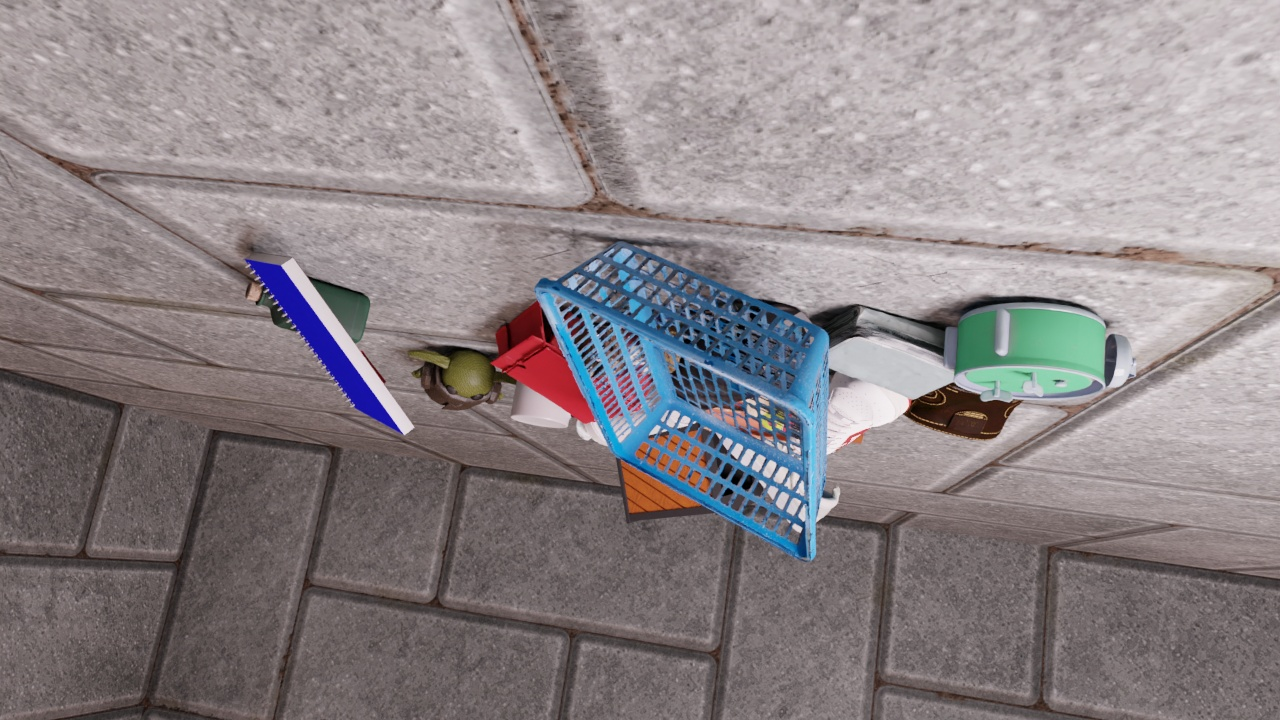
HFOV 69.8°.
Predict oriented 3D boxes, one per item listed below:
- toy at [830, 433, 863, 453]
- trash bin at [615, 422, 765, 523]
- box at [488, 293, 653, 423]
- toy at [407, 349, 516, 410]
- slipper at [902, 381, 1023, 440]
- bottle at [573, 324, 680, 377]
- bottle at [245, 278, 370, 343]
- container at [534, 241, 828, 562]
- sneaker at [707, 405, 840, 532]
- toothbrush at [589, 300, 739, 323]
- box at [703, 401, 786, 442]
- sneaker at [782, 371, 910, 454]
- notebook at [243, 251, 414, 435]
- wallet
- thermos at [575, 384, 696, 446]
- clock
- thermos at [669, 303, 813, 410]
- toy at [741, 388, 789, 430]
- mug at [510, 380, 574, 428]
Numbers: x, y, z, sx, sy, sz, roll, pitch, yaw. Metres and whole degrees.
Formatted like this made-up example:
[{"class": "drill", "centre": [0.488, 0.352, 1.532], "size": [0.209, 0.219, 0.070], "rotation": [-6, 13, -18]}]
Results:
[{"class": "toy", "centre": [0.276, 0.118, 1.402], "size": [0.127, 0.065, 0.095], "rotation": [8, 151, -6]}, {"class": "trash bin", "centre": [0.076, 0.169, 1.445], "size": [0.172, 0.139, 0.139], "rotation": [-13, 174, 38]}, {"class": "box", "centre": [-0.080, 0.010, 1.110], "size": [0.164, 0.153, 0.215], "rotation": [-13, 176, -24]}, {"class": "toy", "centre": [-0.263, 0.030, 1.352], "size": [0.179, 0.078, 0.153], "rotation": [16, 165, -20]}, {"class": "slipper", "centre": [0.350, 0.045, 1.003], "size": [0.113, 0.075, 0.268], "rotation": [8, 167, 1]}, {"class": "bottle", "centre": [-0.014, -0.011, 0.996], "size": [0.105, 0.056, 0.056], "rotation": [-2, 173, -25]}, {"class": "bottle", "centre": [-0.391, -0.063, 1.070], "size": [0.131, 0.061, 0.061], "rotation": [18, 167, -35]}, {"class": "container", "centre": [0.066, 0.042, 0.860], "size": [0.257, 0.089, 0.363], "rotation": [27, 159, 23]}, {"class": "sneaker", "centre": [0.195, 0.131, 1.337], "size": [0.091, 0.242, 0.089], "rotation": [-40, 177, 18]}, {"class": "toothbrush", "centre": [0.018, -0.051, 0.954], "size": [0.189, 0.016, 0.017], "rotation": [-1, 151, 36]}, {"class": "box", "centre": [0.181, 0.074, 1.271], "size": [0.187, 0.083, 0.042], "rotation": [8, 180, -3]}, {"class": "sneaker", "centre": [0.224, 0.067, 1.065], "size": [0.090, 0.104, 0.237], "rotation": [45, 168, 0]}, {"class": "notebook", "centre": [-0.332, -0.021, 0.970], "size": [0.172, 0.022, 0.209], "rotation": [13, 138, 54]}, {"class": "wallet", "centre": [0.243, -0.009, 0.902], "size": [0.131, 0.054, 0.101], "rotation": [14, 157, -16]}, {"class": "thermos", "centre": [0.000, 0.072, 1.341], "size": [0.099, 0.099, 0.221], "rotation": [17, 161, -33]}, {"class": "clock", "centre": [0.360, 0.002, 0.812], "size": [0.161, 0.075, 0.122], "rotation": [11, 167, -14]}, {"class": "thermos", "centre": [0.098, 0.004, 0.984], "size": [0.082, 0.082, 0.241], "rotation": [13, 167, -18]}, {"class": "toy", "centre": [0.182, 0.056, 1.214], "size": [0.115, 0.046, 0.092], "rotation": [28, 134, -19]}, {"class": "mug", "centre": [-0.113, 0.038, 1.245], "size": [0.112, 0.096, 0.078], "rotation": [7, 167, 10]}]
